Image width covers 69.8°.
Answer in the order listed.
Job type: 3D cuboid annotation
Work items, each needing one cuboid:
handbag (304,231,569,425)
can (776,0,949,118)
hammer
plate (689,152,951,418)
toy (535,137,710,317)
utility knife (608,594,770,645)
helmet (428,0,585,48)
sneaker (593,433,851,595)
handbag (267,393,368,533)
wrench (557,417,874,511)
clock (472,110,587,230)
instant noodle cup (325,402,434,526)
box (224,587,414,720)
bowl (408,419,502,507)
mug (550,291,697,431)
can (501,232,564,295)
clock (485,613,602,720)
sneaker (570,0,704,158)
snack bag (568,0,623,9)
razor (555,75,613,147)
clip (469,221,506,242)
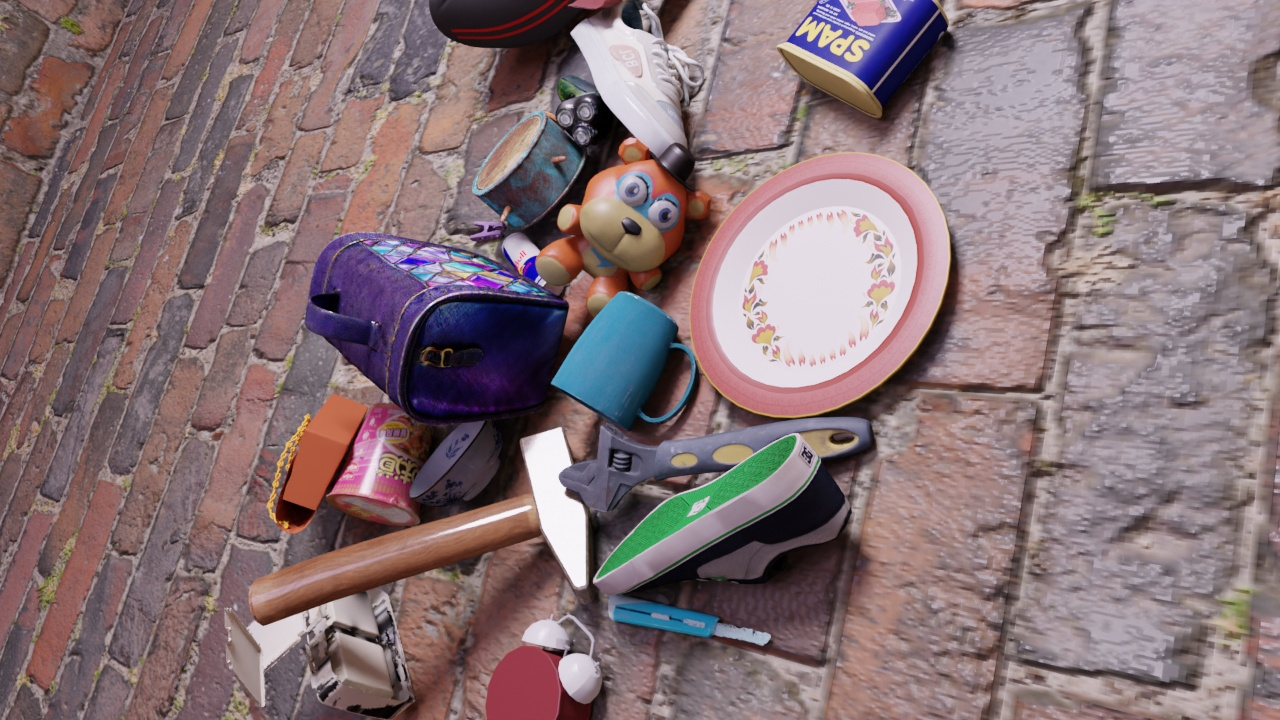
[{"bbox_3d":[-0.206,-0.035,0.869,0.205,0.221,0.125,31,111,44],"label":"handbag"},{"bbox_3d":[0.187,-0.272,0.775,0.092,0.056,0.116,-51,47,8],"label":"can"},{"bbox_3d":[-0.190,0.171,0.797,0.300,0.037,0.157,-17,54,-4],"label":"hammer"},{"bbox_3d":[0.139,-0.061,0.741,0.230,0.021,0.229,-18,60,33],"label":"plate"},{"bbox_3d":[-0.013,-0.125,0.848,0.176,0.112,0.096,-53,10,9],"label":"toy"},{"bbox_3d":[0.036,0.201,0.715,0.152,0.015,0.022,-2,68,37],"label":"utility knife"},{"bbox_3d":[-0.128,-0.462,1.053,0.265,0.164,0.169,-35,62,10],"label":"helmet"},{"bbox_3d":[0.055,0.141,0.691,0.236,0.079,0.084,-36,10,39],"label":"sneaker"},{"bbox_3d":[-0.354,0.107,0.996,0.172,0.060,0.109,-134,67,-76],"label":"handbag"},{"bbox_3d":[0.049,0.076,0.729,0.274,0.022,0.073,-10,96,27],"label":"wrench"},{"bbox_3d":[-0.118,-0.208,0.993,0.121,0.073,0.157,-42,31,16],"label":"clock"},{"bbox_3d":[-0.265,0.107,0.962,0.098,0.097,0.108,-11,56,36],"label":"instant noodle cup"},{"bbox_3d":[-0.328,0.275,0.855,0.106,0.193,0.143,-44,42,9],"label":"box"},{"bbox_3d":[-0.171,0.104,0.897,0.114,0.045,0.114,-42,17,15],"label":"bowl"},{"bbox_3d":[-0.005,0.005,0.803,0.112,0.084,0.104,29,84,16],"label":"mug"},{"bbox_3d":[-0.113,-0.099,0.964,0.032,0.032,0.095,-50,47,10],"label":"can"},{"bbox_3d":[-0.078,0.271,0.756,0.087,0.044,0.124,33,93,44],"label":"clock"},{"bbox_3d":[0.006,-0.288,0.912,0.091,0.089,0.242,-36,50,15],"label":"sneaker"},{"bbox_3d":[0.002,-0.395,0.959,0.157,0.013,0.057,-32,38,-22],"label":"snack bag"},{"bbox_3d":[-0.069,-0.274,0.980,0.151,0.067,0.054,-121,37,-53],"label":"razor"},{"bbox_3d":[-0.175,-0.150,1.054,0.052,0.013,0.035,-2,70,37],"label":"clip"}]
